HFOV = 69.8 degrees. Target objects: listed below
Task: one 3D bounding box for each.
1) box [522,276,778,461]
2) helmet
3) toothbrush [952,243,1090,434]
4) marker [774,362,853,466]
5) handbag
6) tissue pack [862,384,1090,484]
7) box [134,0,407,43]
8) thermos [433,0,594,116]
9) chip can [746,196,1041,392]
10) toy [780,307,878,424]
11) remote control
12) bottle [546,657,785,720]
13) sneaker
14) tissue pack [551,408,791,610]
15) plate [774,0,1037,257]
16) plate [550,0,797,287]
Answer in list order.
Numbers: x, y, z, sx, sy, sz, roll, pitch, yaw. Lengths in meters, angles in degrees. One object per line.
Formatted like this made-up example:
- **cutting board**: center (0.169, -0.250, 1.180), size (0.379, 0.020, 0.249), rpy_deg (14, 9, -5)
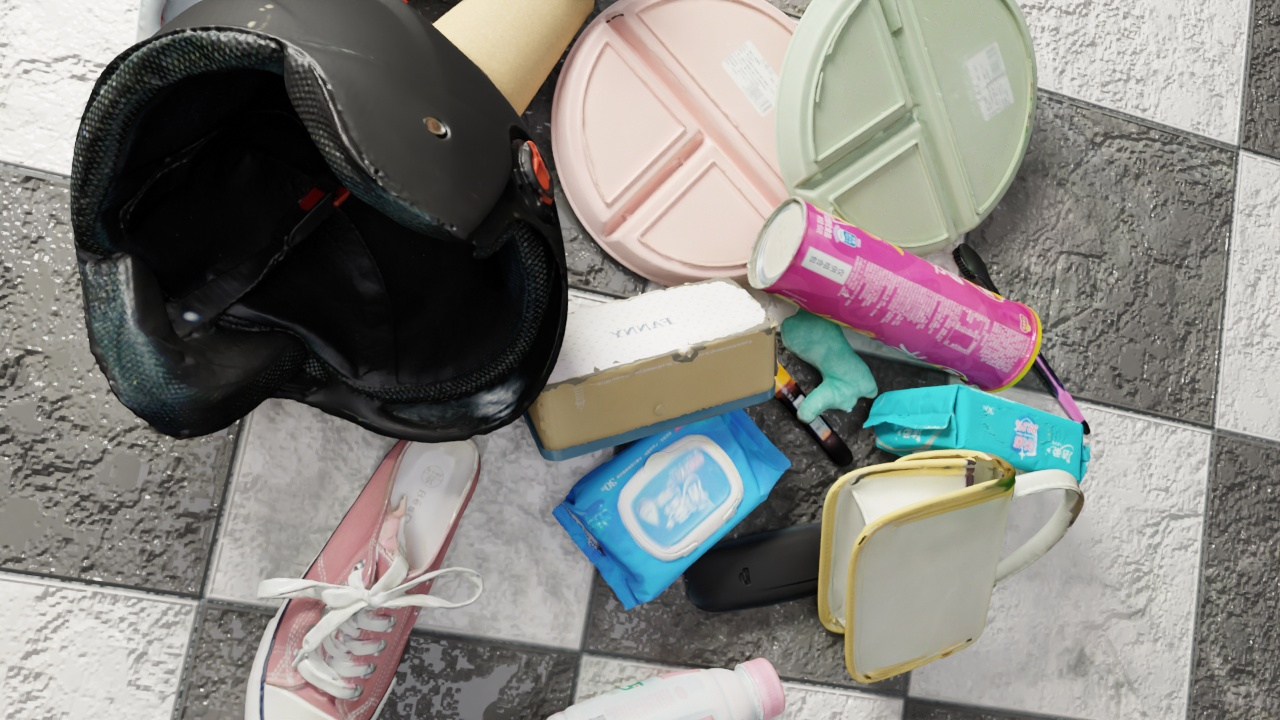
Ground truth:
- **box**: center (-0.004, 0.004, 0.613), size (0.184, 0.089, 0.063), rpy_deg (-16, 124, -11)
- **helmet**: center (-0.164, -0.080, 0.523), size (0.274, 0.234, 0.229), rpy_deg (44, 31, -33)
- **toothbrush**: center (0.305, -0.016, 0.733), size (0.014, 0.018, 0.189), rpy_deg (-38, 97, -13)
- **marker**: center (0.116, 0.032, 0.683), size (0.018, 0.015, 0.124), rpy_deg (-43, 97, -16)
- **handbag**: center (0.212, 0.130, 0.631), size (0.178, 0.063, 0.164), rpy_deg (-13, 126, -9)
- **tissue pack**: center (0.240, 0.055, 0.660), size (0.133, 0.093, 0.050), rpy_deg (17, 80, -18)
- **box**: center (-0.218, -0.255, 0.571), size (0.160, 0.063, 0.201), rpy_deg (11, 111, -27)
- **thermos**: center (-0.096, -0.213, 0.624), size (0.093, 0.093, 0.143), rpy_deg (37, 70, -7)
- **chip can**: center (0.184, -0.045, 0.661), size (0.210, 0.071, 0.071), rpy_deg (22, 80, -18)
- **toy**: center (0.138, 0.001, 0.680), size (0.096, 0.030, 0.092), rpy_deg (-39, 93, -26)
- **remote control**: center (0.100, 0.149, 0.662), size (0.136, 0.024, 0.053), rpy_deg (-9, 88, -13)
- **bottle**: center (0.002, 0.249, 0.610), size (0.196, 0.068, 0.068), rpy_deg (-15, 88, -17)
- **sneaker**: center (-0.170, 0.146, 0.568), size (0.118, 0.088, 0.240), rpy_deg (29, 78, -9)
- **tissue pack**: center (0.025, 0.089, 0.636), size (0.157, 0.052, 0.095), rpy_deg (-39, 94, -13)
- **plate**: center (0.202, -0.182, 0.670), size (0.229, 0.027, 0.230), rpy_deg (-8, 110, -22)
- **plate**: center (0.050, -0.165, 0.668), size (0.229, 0.028, 0.229), rpy_deg (0, 89, -15)
